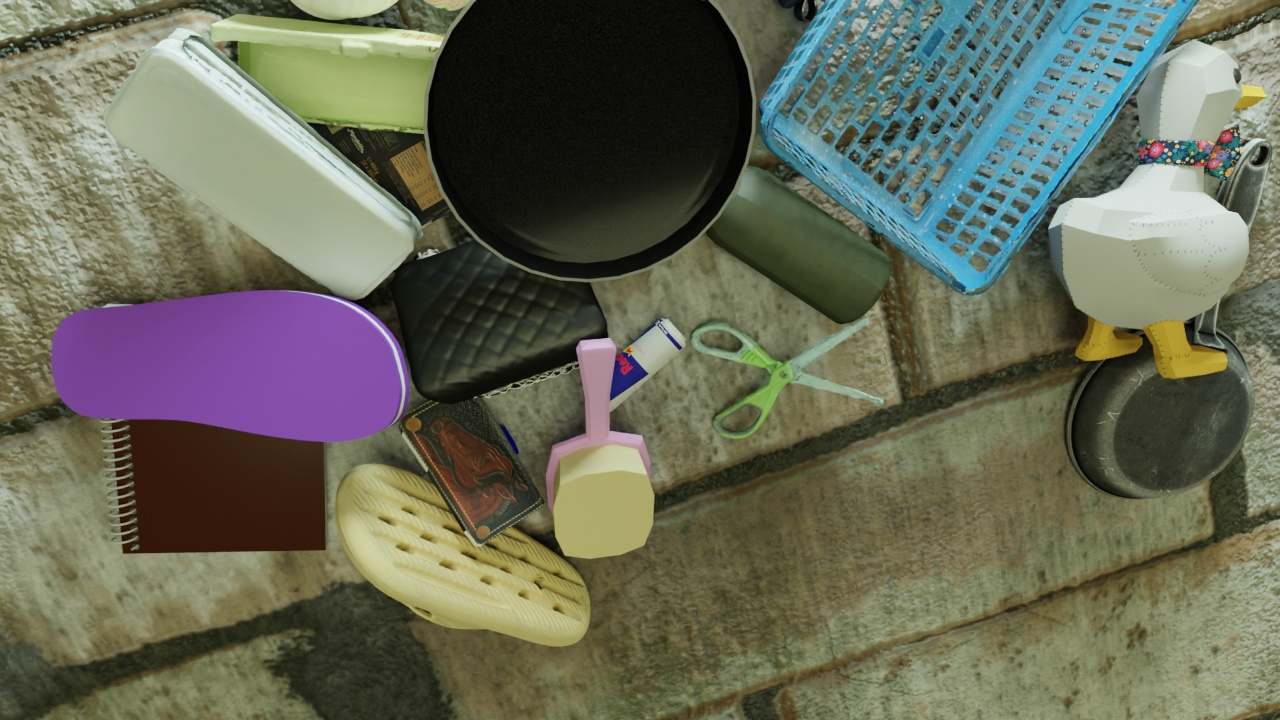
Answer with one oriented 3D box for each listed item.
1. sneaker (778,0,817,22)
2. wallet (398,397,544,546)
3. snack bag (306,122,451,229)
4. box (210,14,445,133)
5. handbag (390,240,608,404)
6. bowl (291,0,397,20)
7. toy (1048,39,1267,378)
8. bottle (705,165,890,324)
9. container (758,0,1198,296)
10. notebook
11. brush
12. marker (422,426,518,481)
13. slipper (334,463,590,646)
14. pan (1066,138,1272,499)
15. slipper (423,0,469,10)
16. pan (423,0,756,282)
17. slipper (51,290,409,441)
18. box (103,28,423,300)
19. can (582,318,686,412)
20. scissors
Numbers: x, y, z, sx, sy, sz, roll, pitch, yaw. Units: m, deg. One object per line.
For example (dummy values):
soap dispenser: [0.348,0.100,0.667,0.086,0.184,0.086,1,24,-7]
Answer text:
sneaker: [0.053,-0.343,0.666,0.235,0.089,0.087,31,104,-20]
wallet: [-0.139,0.085,0.758,0.072,0.019,0.123,-31,85,-23]
snack bag: [-0.207,-0.169,0.707,0.074,0.018,0.155,-29,109,1]
box: [-0.197,-0.198,0.659,0.188,0.091,0.083,4,121,-7]
handbag: [-0.112,-0.041,0.740,0.154,0.115,0.125,-20,85,0]
bowl: [-0.216,-0.282,0.639,0.118,0.117,0.062,26,143,-15]
toy: [0.423,-0.121,0.758,0.246,0.141,0.268,-15,110,-30]
bottle: [0.105,-0.109,0.748,0.206,0.071,0.071,31,99,-16]
container: [0.262,-0.263,0.700,0.257,0.089,0.362,29,100,-27]
notebook: [-0.348,0.060,0.752,0.171,0.022,0.209,1,106,-11]
brush: [-0.033,0.079,0.746,0.089,0.043,0.229,-6,134,-8]
marker: [-0.170,0.101,0.791,0.133,0.023,0.027,-29,87,0]
slipper: [-0.154,0.181,0.768,0.261,0.111,0.079,33,121,-32]
pan: [0.520,-0.026,0.857,0.187,0.055,0.357,9,109,-11]
slipper: [-0.078,-0.347,0.634,0.064,0.094,0.240,6,125,-50]
pan: [0.006,-0.211,0.611,0.225,0.034,0.357,30,110,-25]
slipper: [-0.296,0.000,0.699,0.267,0.084,0.107,1,95,7]
box: [-0.256,-0.124,0.633,0.215,0.123,0.083,40,67,-21]
can: [-0.005,0.005,0.784,0.095,0.032,0.032,-41,108,4]
scissors: [0.118,0.006,0.783,0.172,0.024,0.160,-39,90,25]
